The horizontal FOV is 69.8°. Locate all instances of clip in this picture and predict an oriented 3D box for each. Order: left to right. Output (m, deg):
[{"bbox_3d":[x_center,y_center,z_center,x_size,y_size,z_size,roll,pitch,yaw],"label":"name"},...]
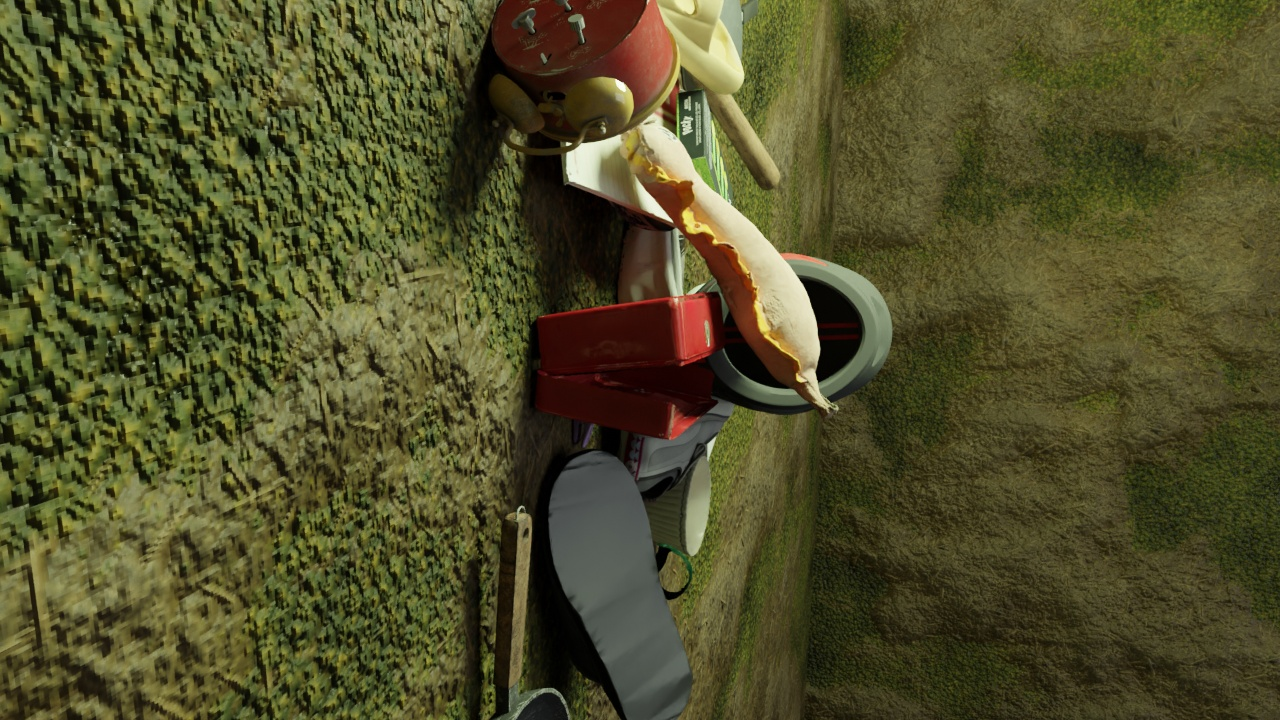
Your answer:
[{"bbox_3d":[-0.054,0.050,0.821,0.052,0.042,0.014,-53,176,26],"label":"clip"}]

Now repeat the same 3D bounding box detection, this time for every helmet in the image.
[{"bbox_3d":[0.148,-0.028,0.966,0.170,0.264,0.164,-175,-98,-74],"label":"helmet"}]

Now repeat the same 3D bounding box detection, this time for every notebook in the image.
[{"bbox_3d":[-0.011,-0.199,0.772,0.208,0.012,0.153,6,77,-61],"label":"notebook"}]

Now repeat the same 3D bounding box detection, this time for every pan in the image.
[{"bbox_3d":[-0.102,0.278,0.690,0.207,0.040,0.357,-27,119,-70],"label":"pan"},{"bbox_3d":[0.118,-0.432,1.186,0.356,0.041,0.179,-58,148,-56],"label":"pan"}]

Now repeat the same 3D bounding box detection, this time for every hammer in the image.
[{"bbox_3d":[0.071,-0.282,0.942,0.321,0.040,0.129,44,53,-46],"label":"hammer"}]

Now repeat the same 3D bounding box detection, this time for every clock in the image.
[{"bbox_3d":[-0.045,-0.205,0.612,0.081,0.117,0.158,56,48,-58],"label":"clock"}]

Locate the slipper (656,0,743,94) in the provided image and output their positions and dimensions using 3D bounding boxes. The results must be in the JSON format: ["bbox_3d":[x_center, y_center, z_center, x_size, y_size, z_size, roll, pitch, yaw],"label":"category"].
[{"bbox_3d":[0.041,-0.312,0.773,0.261,0.079,0.111,23,50,-57],"label":"slipper"}]

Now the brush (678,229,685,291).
[{"bbox_3d":[0.043,-0.146,1.078,0.038,0.012,0.151,-27,119,-70],"label":"brush"}]

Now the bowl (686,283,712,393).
[{"bbox_3d":[0.076,-0.024,1.114,0.153,0.073,0.153,6,89,-73],"label":"bowl"}]

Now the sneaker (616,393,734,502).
[{"bbox_3d":[0.031,0.086,0.992,0.262,0.097,0.128,9,97,-74],"label":"sneaker"}]

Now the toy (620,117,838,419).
[{"bbox_3d":[0.076,-0.083,0.759,0.264,0.065,0.195,44,20,-37],"label":"toy"}]

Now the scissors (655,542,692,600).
[{"bbox_3d":[-0.019,0.195,0.912,0.015,0.142,0.210,-34,164,-32],"label":"scissors"}]

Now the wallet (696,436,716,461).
[{"bbox_3d":[0.091,0.063,1.249,0.115,0.037,0.119,-64,157,-49],"label":"wallet"}]

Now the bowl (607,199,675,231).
[{"bbox_3d":[-0.006,-0.169,0.837,0.114,0.045,0.114,24,62,-57],"label":"bowl"}]

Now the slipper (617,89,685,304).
[{"bbox_3d":[0.027,-0.164,0.941,0.112,0.074,0.246,88,8,-77],"label":"slipper"}]

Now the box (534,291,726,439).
[{"bbox_3d":[-0.004,-0.010,0.772,0.157,0.135,0.112,-28,123,-70],"label":"box"}]

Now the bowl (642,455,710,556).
[{"bbox_3d":[0.038,0.164,1.062,0.115,0.062,0.115,6,89,-73],"label":"bowl"}]

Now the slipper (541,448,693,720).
[{"bbox_3d":[-0.038,0.207,0.826,0.108,0.084,0.265,-28,107,-36],"label":"slipper"}]

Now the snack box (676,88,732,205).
[{"bbox_3d":[0.063,-0.175,0.874,0.147,0.025,0.080,60,27,-58],"label":"snack box"}]
